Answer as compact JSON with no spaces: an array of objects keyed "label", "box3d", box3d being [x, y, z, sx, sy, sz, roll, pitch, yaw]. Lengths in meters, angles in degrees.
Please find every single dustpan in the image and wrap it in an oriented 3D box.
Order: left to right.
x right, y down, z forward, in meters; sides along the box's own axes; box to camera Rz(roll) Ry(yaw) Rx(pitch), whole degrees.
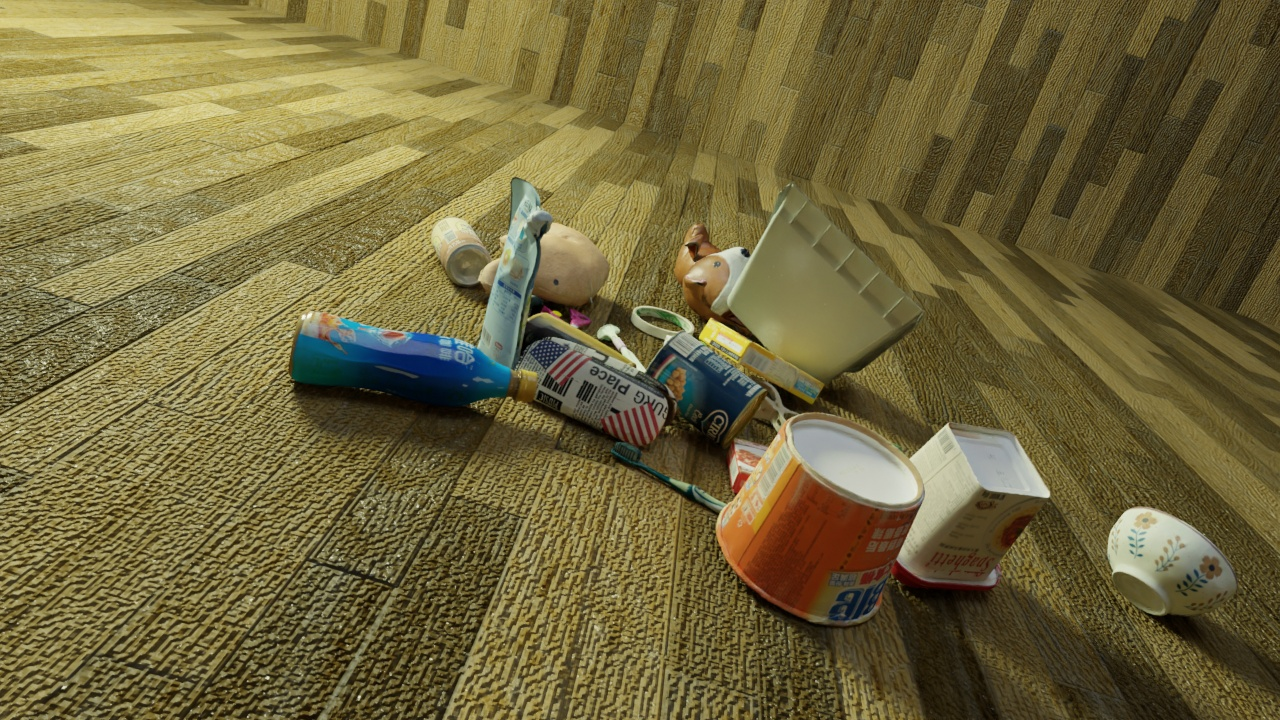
[{"label":"dustpan","box3d":[0.232,-0.083,1.179,0.222,0.259,0.142,47,45,11]}]

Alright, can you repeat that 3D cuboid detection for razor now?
[{"label":"razor","box3d":[-0.082,-0.022,1.022,0.167,0.062,0.067,26,52,9]}]

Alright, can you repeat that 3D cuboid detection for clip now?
[{"label":"clip","box3d":[0.151,0.056,1.036,0.071,0.035,0.100,-6,36,-47]}]

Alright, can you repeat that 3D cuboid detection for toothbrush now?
[{"label":"toothbrush","box3d":[-0.006,0.006,1.057,0.029,0.020,0.189,-22,35,-12]},{"label":"toothbrush","box3d":[0.054,0.119,0.826,0.192,0.018,0.016,26,23,21]}]

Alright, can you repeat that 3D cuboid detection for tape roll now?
[{"label":"tape roll","box3d":[0.029,-0.049,1.225,0.086,0.014,0.085,15,21,-6]}]

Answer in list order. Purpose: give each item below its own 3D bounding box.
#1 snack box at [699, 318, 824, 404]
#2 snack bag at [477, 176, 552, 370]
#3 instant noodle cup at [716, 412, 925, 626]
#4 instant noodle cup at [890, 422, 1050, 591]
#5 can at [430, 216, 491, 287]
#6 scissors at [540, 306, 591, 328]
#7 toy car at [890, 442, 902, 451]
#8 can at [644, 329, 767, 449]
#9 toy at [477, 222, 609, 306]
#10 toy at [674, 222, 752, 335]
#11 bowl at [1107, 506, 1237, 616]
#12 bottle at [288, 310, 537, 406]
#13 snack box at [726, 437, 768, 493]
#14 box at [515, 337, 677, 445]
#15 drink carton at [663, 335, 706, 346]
[{"label":"snack box","box3d":[0.145,0.001,1.098,0.140,0.034,0.087,29,4,-36]},{"label":"snack bag","box3d":[-0.129,-0.083,0.941,0.038,0.191,0.110,8,23,-19]},{"label":"instant noodle cup","box3d":[0.150,0.121,0.743,0.151,0.112,0.151,17,27,-9]},{"label":"instant noodle cup","box3d":[0.277,0.126,0.803,0.116,0.124,0.116,8,42,-21]},{"label":"can","box3d":[-0.234,-0.142,1.189,0.058,0.059,0.116,6,24,-27]},{"label":"scissors","box3d":[-0.080,-0.040,1.115,0.134,0.017,0.113,33,21,37]},{"label":"toy car","box3d":[0.242,0.102,0.958,0.043,0.036,0.091,14,-10,-7]},{"label":"can","box3d":[0.064,0.029,0.946,0.111,0.075,0.075,37,26,15]},{"label":"toy","box3d":[-0.119,-0.118,1.183,0.143,0.083,0.225,26,23,8]},{"label":"toy","box3d":[0.113,-0.120,1.335,0.140,0.131,0.199,33,26,-14]},{"label":"bowl","box3d":[0.493,0.202,0.873,0.062,0.113,0.113,-41,48,-14]},{"label":"bottle","box3d":[-0.204,0.007,0.840,0.218,0.065,0.065,12,22,-17]},{"label":"snack box","box3d":[0.162,0.120,0.895,0.153,0.025,0.075,16,22,-4]},{"label":"box","box3d":[-0.048,0.033,0.915,0.163,0.076,0.087,26,45,14]},{"label":"drink carton","box3d":[0.061,0.012,1.055,0.053,0.046,0.122,10,22,-16]}]
